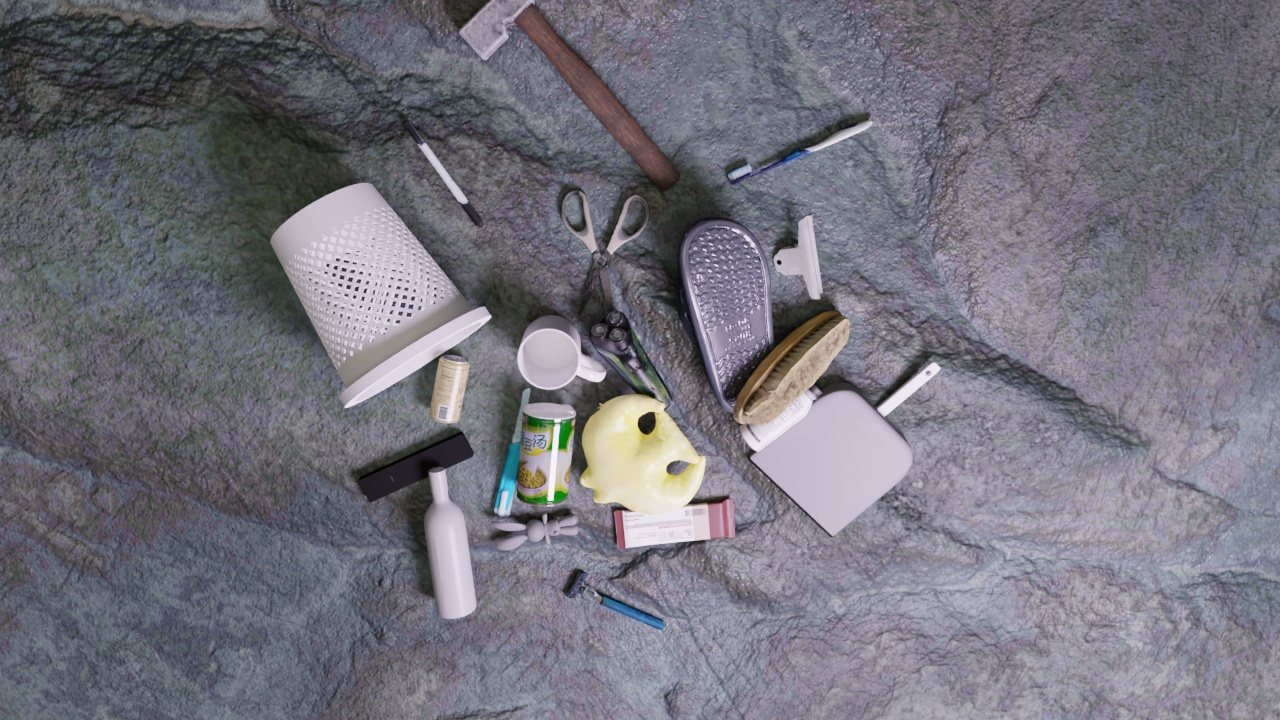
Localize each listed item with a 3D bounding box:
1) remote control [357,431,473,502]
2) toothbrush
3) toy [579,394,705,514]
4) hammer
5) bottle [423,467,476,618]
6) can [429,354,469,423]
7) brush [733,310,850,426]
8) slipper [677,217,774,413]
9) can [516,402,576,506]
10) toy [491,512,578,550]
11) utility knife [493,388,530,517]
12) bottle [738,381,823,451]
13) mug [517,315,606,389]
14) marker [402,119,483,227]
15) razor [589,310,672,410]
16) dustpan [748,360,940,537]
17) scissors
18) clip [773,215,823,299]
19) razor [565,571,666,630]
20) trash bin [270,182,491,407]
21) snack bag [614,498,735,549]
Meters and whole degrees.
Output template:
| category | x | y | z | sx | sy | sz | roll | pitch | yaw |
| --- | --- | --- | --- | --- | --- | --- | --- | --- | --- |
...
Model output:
| category | x | y | z | sx | sy | sz | roll | pitch | yaw |
| --- | --- | --- | --- | --- | --- | --- | --- | --- | --- |
| remote control | -0.290 | 0.137 | 1.184 | 0.150 | 0.013 | 0.034 | -24 | 107 | 3 |
| toothbrush | 0.195 | -0.257 | 1.118 | 0.189 | 0.016 | 0.017 | -22 | 93 | 2 |
| toy | -0.007 | 0.126 | 1.168 | 0.155 | 0.064 | 0.170 | -34 | 99 | 16 |
| hammer | -0.032 | -0.345 | 1.074 | 0.218 | 0.037 | 0.300 | -41 | 103 | 6 |
| bottle | -0.251 | 0.234 | 1.189 | 0.052 | 0.052 | 0.195 | -5 | 104 | -2 |
| can | -0.239 | 0.035 | 1.150 | 0.038 | 0.038 | 0.079 | 12 | 102 | -6 |
| brush | 0.189 | 0.010 | 1.137 | 0.195 | 0.043 | 0.059 | -43 | 130 | -14 |
| slipper | 0.103 | -0.060 | 1.133 | 0.110 | 0.083 | 0.268 | -24 | 121 | -13 |
| can | -0.120 | 0.117 | 1.161 | 0.067 | 0.067 | 0.121 | 5 | 103 | -4 |
| toy | -0.138 | 0.223 | 1.205 | 0.111 | 0.030 | 0.049 | -7 | 118 | -7 |
| utility knife | -0.161 | 0.121 | 1.186 | 0.022 | 0.015 | 0.179 | 14 | 103 | -7 |
| bottle | 0.181 | 0.067 | 1.171 | 0.116 | 0.041 | 0.041 | -40 | 102 | 15 |
| mug | -0.093 | -0.004 | 1.122 | 0.110 | 0.090 | 0.074 | 24 | 101 | -8 |
| marker | -0.236 | -0.224 | 1.104 | 0.011 | 0.011 | 0.152 | -34 | 102 | 5 |
| razor | -0.007 | 0.007 | 1.144 | 0.054 | 0.067 | 0.151 | -38 | 111 | -6 |
| dustpan | 0.290 | 0.094 | 1.200 | 0.163 | 0.033 | 0.258 | 43 | 106 | -11 |
| scissors | -0.045 | -0.142 | 1.132 | 0.166 | 0.012 | 0.157 | -37 | 100 | 6 |
| clip | 0.201 | -0.127 | 1.144 | 0.057 | 0.052 | 0.102 | -18 | 105 | -28 |
| razor | -0.029 | 0.333 | 1.241 | 0.144 | 0.022 | 0.042 | 27 | 101 | -10 |
| trash bin | -0.309 | -0.082 | 1.055 | 0.195 | 0.195 | 0.199 | -33 | 93 | 4 |
| snack bag | 0.046 | 0.218 | 1.222 | 0.158 | 0.013 | 0.057 | -6 | 101 | -2 |
